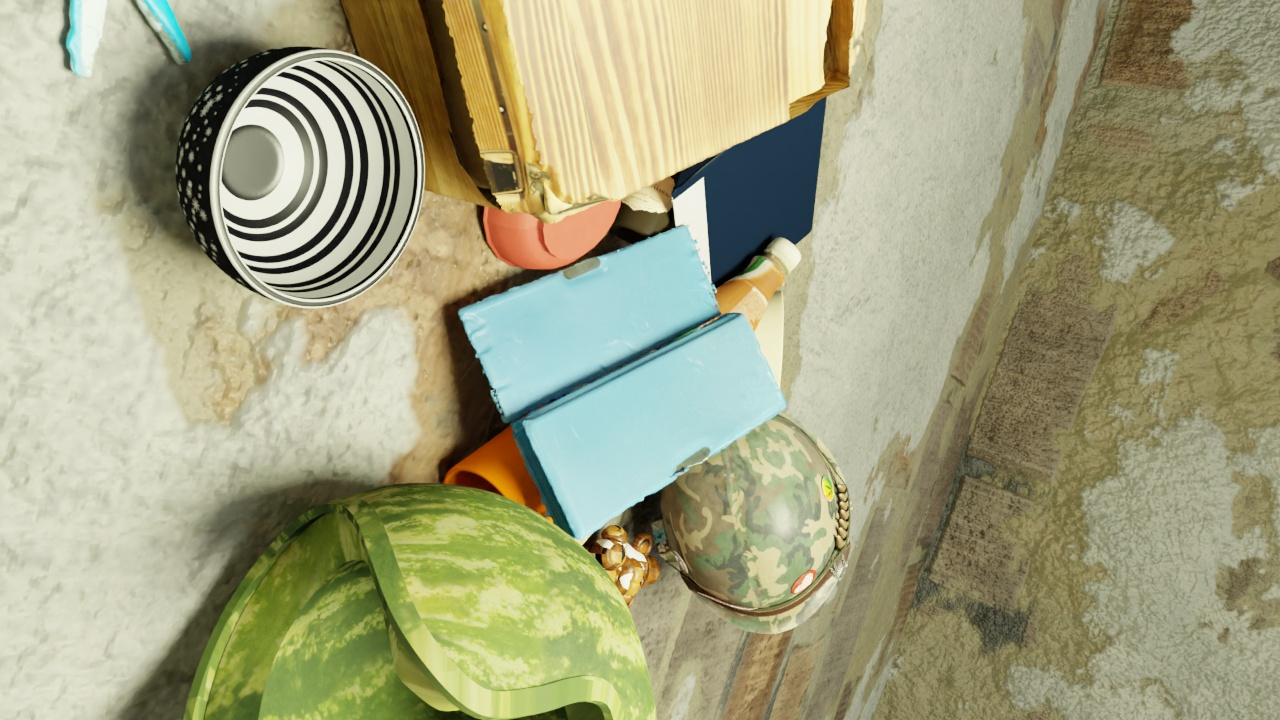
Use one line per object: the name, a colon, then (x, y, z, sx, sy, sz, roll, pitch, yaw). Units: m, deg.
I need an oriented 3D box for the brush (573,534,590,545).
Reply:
brush: (-0.096, 0.157, 0.713, 0.194, 0.043, 0.059, -40, 105, -37)

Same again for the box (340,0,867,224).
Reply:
box: (-0.025, -0.236, 0.465, 0.257, 0.221, 0.280, -46, 144, -34)

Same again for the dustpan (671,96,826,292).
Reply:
dustpan: (0.112, -0.187, 0.843, 0.272, 0.080, 0.236, -40, 157, -12)

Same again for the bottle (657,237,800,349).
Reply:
bottle: (0.087, -0.046, 0.857, 0.167, 0.059, 0.059, -48, 146, -9)

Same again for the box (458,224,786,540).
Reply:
box: (-0.004, 0.004, 0.668, 0.230, 0.034, 0.174, -28, 92, -39)

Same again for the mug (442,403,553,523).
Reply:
mug: (-0.071, 0.092, 0.670, 0.095, 0.113, 0.078, -37, 133, -45)

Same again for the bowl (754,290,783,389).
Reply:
bowl: (0.102, -0.013, 0.927, 0.118, 0.074, 0.118, 5, 88, -85)

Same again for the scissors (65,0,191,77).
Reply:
scissors: (-0.214, -0.188, 0.377, 0.127, 0.012, 0.137, -54, 144, -30)

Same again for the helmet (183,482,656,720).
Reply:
helmet: (-0.108, 0.190, 0.536, 0.213, 0.243, 0.247, -45, 125, 10)

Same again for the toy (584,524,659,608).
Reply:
toy: (-0.022, 0.199, 0.865, 0.112, 0.067, 0.087, 17, 92, -48)

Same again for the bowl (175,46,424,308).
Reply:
bowl: (-0.172, -0.091, 0.444, 0.119, 0.066, 0.120, -35, 135, -46)

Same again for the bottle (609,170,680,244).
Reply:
bottle: (0.030, -0.182, 0.751, 0.045, 0.045, 0.184, 39, 73, -59)

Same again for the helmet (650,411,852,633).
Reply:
helmet: (0.112, 0.156, 0.917, 0.236, 0.193, 0.224, 8, 70, -77)

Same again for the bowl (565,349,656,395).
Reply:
bowl: (-0.010, 0.033, 0.728, 0.117, 0.117, 0.061, -58, 158, -22)

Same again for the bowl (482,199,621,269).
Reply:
bowl: (-0.051, -0.112, 0.638, 0.121, 0.035, 0.122, -37, 147, -30)
